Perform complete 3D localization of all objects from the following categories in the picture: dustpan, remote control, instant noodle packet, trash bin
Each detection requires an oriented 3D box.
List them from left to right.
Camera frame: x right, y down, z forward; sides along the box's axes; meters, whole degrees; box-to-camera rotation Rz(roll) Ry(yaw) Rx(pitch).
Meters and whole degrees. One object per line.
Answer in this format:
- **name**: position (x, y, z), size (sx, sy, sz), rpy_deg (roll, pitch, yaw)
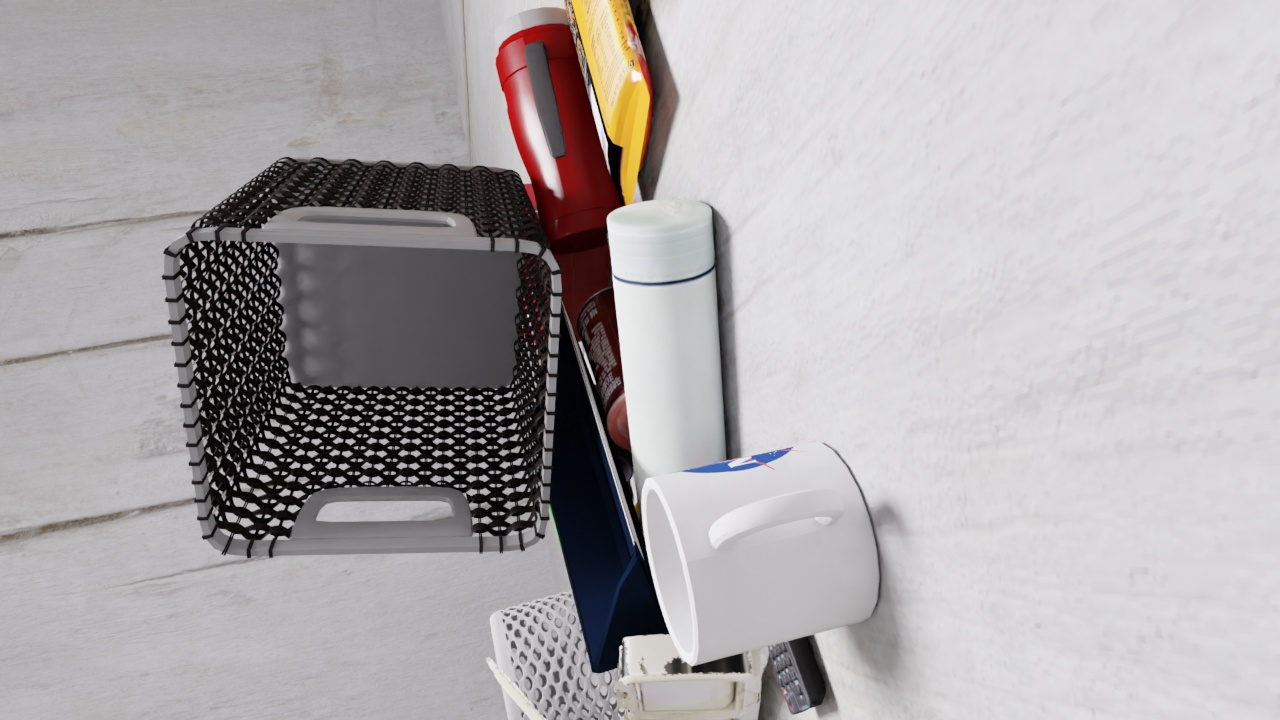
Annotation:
- **dustpan**: position (-0.046, 0.125, 0.742), size (0.273, 0.080, 0.236), rpy_deg (73, 178, -52)
- **trash bin**: position (-0.041, 0.291, 0.874), size (0.156, 0.183, 0.156), rpy_deg (169, 91, -79)
- **instant noodle packet**: position (-0.027, -0.241, 0.691), size (0.160, 0.032, 0.220), rpy_deg (105, 152, -70)
- **remote control**: position (0.079, 0.136, 0.561), size (0.047, 0.022, 0.150), rpy_deg (104, 151, -63)

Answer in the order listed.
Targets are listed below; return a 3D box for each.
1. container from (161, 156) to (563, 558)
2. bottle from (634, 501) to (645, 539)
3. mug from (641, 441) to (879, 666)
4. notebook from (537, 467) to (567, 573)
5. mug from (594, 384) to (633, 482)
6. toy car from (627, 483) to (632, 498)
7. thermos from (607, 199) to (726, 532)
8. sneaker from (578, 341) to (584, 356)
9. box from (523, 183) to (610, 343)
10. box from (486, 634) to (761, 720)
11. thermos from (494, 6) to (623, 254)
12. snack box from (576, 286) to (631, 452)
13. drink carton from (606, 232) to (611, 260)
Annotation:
- **container**: position (-0.199, -0.020, 0.730), size (0.243, 0.247, 0.246), rpy_deg (-108, 22, -62)
- **bottle**: position (0.018, 0.130, 0.791), size (0.144, 0.043, 0.043), rpy_deg (115, 143, -71)
- **mug**: position (0.057, 0.087, 0.440), size (0.121, 0.090, 0.091), rpy_deg (104, 153, -65)
- **notebook**: position (-0.054, 0.233, 1.098), size (0.182, 0.010, 0.252), rpy_deg (51, -178, -26)
- **mug**: position (-0.042, 0.070, 0.974), size (0.119, 0.085, 0.100), rpy_deg (-47, 34, 39)
- **toy car**: position (-0.037, 0.171, 1.079), size (0.048, 0.051, 0.100), rpy_deg (-123, 24, -54)
- **thermos**: position (0.021, 0.011, 0.608), size (0.068, 0.068, 0.230), rpy_deg (-124, 25, -63)
- **sneaker**: position (-0.128, -0.081, 1.193), size (0.089, 0.087, 0.235), rpy_deg (93, 162, -50)
- **box**: position (-0.108, -0.097, 0.946), size (0.158, 0.087, 0.129), rpy_deg (34, 131, 37)
- **box**: position (-0.008, 0.267, 0.626), size (0.144, 0.187, 0.104), rpy_deg (83, -175, -49)
- **thermos**: position (-0.071, -0.201, 0.797), size (0.108, 0.084, 0.198), rpy_deg (29, -133, -83)
- **snack box**: position (-0.004, 0.004, 0.712), size (0.121, 0.072, 0.072), rpy_deg (-112, 16, -46)
- **drink carton**: position (0.004, -0.084, 0.670), size (0.129, 0.038, 0.044), rpy_deg (-171, 70, -78)
